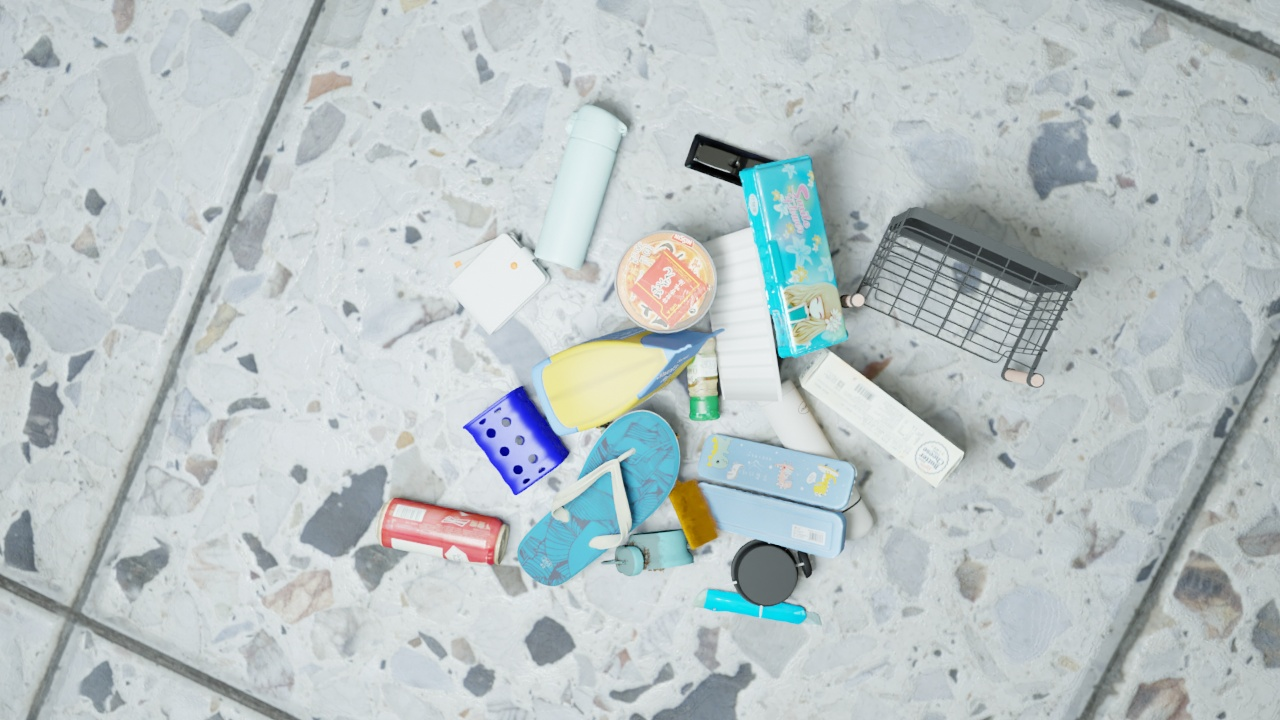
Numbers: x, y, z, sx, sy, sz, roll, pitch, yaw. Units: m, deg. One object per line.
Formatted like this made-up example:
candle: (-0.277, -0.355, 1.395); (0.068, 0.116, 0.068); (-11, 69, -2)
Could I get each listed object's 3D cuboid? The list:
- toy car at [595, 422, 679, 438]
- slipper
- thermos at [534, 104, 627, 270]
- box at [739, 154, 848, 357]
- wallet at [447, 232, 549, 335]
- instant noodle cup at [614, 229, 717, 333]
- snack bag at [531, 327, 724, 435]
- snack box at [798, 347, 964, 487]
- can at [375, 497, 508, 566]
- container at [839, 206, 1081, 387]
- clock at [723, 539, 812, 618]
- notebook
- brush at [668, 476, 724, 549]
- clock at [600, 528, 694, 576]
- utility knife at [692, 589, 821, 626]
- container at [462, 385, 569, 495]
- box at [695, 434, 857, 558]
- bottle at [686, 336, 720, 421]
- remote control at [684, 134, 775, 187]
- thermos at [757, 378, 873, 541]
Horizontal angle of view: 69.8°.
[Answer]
toy car: (-0.005, 0.108, 1.214); (0.112, 0.047, 0.047); (6, 93, 6)
slipper: (-0.055, 0.192, 1.177); (0.118, 0.060, 0.295); (40, 108, -6)
thermos: (-0.079, -0.225, 1.192); (0.078, 0.065, 0.207); (17, 95, 1)
box: (0.206, -0.132, 1.116); (0.072, 0.181, 0.227); (-7, 99, 39)
wallet: (-0.197, -0.115, 1.223); (0.118, 0.037, 0.115); (-42, 89, 9)
instant noodle cup: (0.035, -0.098, 1.161); (0.124, 0.121, 0.123); (0, 93, 5)
snack bag: (-0.007, 0.007, 1.132); (0.206, 0.158, 0.102); (-21, 91, 22)
snack box: (0.299, 0.067, 1.159); (0.208, 0.104, 0.057); (38, 98, 2)
can: (-0.266, 0.231, 1.234); (0.170, 0.067, 0.067); (10, 94, 4)
container: (0.383, -0.077, 1.112); (0.241, 0.162, 0.130); (25, 95, 3)
clock: (0.172, 0.270, 1.206); (0.091, 0.042, 0.120); (42, 87, 6)
notebook: (0.123, -0.053, 1.153); (0.009, 0.143, 0.210); (-10, 93, -22)
brush: (0.061, 0.178, 1.190); (0.048, 0.017, 0.126); (-18, 79, -34)
clock: (0.010, 0.252, 1.200); (0.124, 0.090, 0.053); (-4, 81, -12)
utility knife: (0.158, 0.333, 1.230); (0.175, 0.015, 0.031); (12, 97, 2)
container: (-0.160, 0.105, 1.209); (0.084, 0.085, 0.113); (-36, 91, 6)
box: (0.164, 0.170, 1.172); (0.209, 0.034, 0.127); (10, 93, 29)
bottle: (0.082, 0.023, 1.204); (0.043, 0.043, 0.111); (-3, 93, 5)
remote control: (0.134, -0.250, 1.194); (0.150, 0.022, 0.047); (19, 94, 3)
thermos: (0.229, 0.131, 1.193); (0.052, 0.052, 0.224); (-31, 90, 6)
